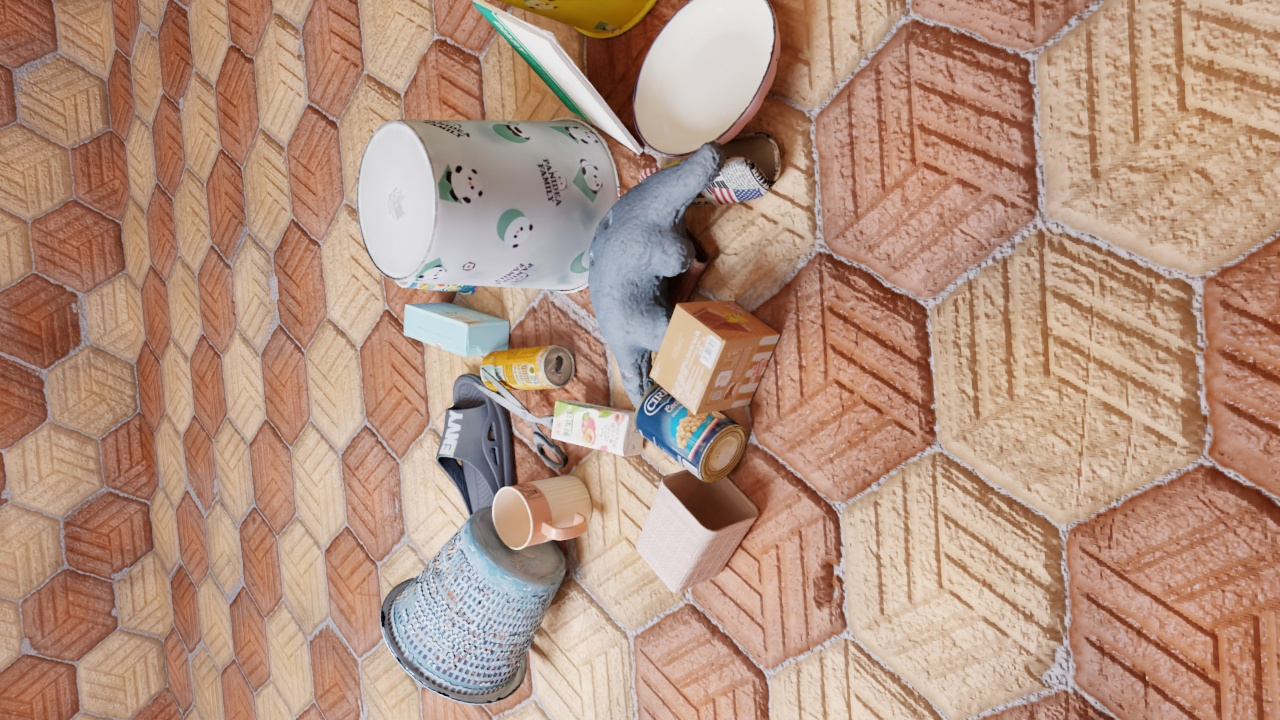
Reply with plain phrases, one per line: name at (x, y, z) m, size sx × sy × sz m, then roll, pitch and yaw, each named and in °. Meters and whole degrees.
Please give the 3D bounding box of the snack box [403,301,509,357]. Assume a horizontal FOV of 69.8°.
snack box at (-0.274, -0.048, 1.358) m, size 0.175 × 0.074 × 0.052 m, roll 17°, pitch 106°, yaw 43°

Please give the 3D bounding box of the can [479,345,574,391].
can at (-0.157, 0.012, 1.256) m, size 0.146 × 0.058 × 0.058 m, roll -4°, pitch 92°, yaw 46°

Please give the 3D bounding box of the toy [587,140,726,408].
toy at (0.003, -0.094, 1.014) m, size 0.138 × 0.091 × 0.357 m, roll 32°, pitch 131°, yaw 25°

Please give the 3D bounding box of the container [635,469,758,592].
container at (0.060, 0.192, 1.038) m, size 0.090 × 0.089 × 0.111 m, roll 45°, pitch 128°, yaw 32°

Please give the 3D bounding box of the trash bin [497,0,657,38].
trash bin at (-0.122, -0.498, 1.017) m, size 0.230 × 0.254 × 0.229 m, roll 7°, pitch 99°, yaw 45°

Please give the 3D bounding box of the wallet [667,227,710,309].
wallet at (0.025, -0.118, 1.076) m, size 0.124 × 0.032 × 0.101 m, roll 55°, pitch 133°, yaw 26°

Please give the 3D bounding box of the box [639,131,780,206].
box at (0.068, -0.196, 0.982) m, size 0.163 × 0.086 × 0.076 m, roll 5°, pitch 113°, yaw 42°

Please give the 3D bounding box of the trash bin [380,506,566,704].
trash bin at (-0.210, 0.318, 1.260) m, size 0.226 × 0.226 × 0.195 m, roll 47°, pitch 112°, yaw 32°

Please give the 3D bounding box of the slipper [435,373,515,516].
slipper at (-0.244, 0.152, 1.348) m, size 0.111 × 0.083 × 0.268 m, roll -13°, pitch 87°, yaw 44°

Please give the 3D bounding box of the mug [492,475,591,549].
mug at (-0.118, 0.202, 1.206) m, size 0.115 × 0.105 × 0.082 m, roll 19°, pitch 108°, yaw 43°

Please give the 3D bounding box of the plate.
plate at (0.074, -0.299, 0.969) m, size 0.193 × 0.039 × 0.192 m, roll -17°, pitch 64°, yaw 40°

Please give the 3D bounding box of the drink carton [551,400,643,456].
drink carton at (-0.053, 0.084, 1.160) m, size 0.123 × 0.045 × 0.053 m, roll 9°, pitch 94°, yaw 38°

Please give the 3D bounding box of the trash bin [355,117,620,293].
trash bin at (-0.192, -0.193, 1.128) m, size 0.230 × 0.251 × 0.229 m, roll 7°, pitch 100°, yaw 46°

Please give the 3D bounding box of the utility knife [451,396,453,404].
utility knife at (-0.272, 0.140, 1.423) m, size 0.029 × 0.013 × 0.174 m, roll -19°, pitch 81°, yaw 45°

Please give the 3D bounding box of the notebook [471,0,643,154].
notebook at (-0.091, -0.326, 1.058) m, size 0.150 × 0.209 × 0.012 m, roll 39°, pitch 90°, yaw 36°

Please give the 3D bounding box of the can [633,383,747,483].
can at (0.057, 0.079, 1.033) m, size 0.111 × 0.075 × 0.075 m, roll 34°, pitch 118°, yaw 37°

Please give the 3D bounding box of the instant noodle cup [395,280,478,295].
instant noodle cup at (-0.303, -0.144, 1.350) m, size 0.099 × 0.109 × 0.099 m, roll 6°, pitch 98°, yaw 45°

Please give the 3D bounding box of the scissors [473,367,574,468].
scissors at (-0.154, 0.080, 1.249) m, size 0.165 × 0.014 × 0.163 m, roll -1°, pitch 112°, yaw 27°

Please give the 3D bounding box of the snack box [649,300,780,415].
snack box at (0.079, -0.005, 0.986) m, size 0.077 × 0.094 × 0.093 m, roll 40°, pitch 122°, yaw 35°
